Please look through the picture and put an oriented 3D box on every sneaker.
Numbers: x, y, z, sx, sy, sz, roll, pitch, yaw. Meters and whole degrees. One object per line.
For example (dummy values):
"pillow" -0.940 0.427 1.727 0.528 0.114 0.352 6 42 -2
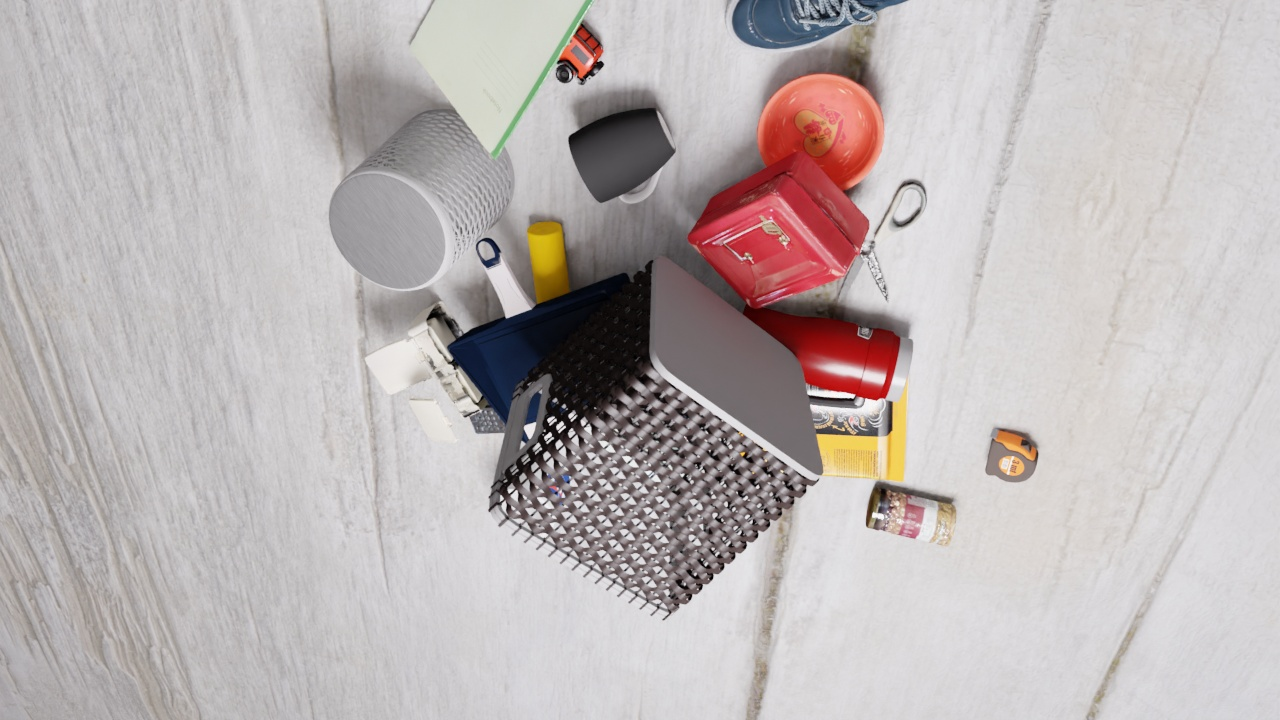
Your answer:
"sneaker" 0.189 -0.351 0.870 0.236 0.087 0.089 -18 116 24

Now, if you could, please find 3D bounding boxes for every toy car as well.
"toy car" -0.084 -0.341 0.976 0.100 0.051 0.049 44 126 -14

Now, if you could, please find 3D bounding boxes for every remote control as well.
"remote control" -0.171 0.079 1.294 0.150 0.022 0.047 -3 122 20

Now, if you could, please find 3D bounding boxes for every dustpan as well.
"dustpan" -0.117 -0.028 1.109 0.237 0.080 0.273 -18 103 25

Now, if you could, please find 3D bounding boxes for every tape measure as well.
"tape measure" 0.460 0.118 1.134 0.059 0.038 0.058 14 125 23

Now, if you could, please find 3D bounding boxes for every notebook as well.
"notebook" -0.139 -0.364 0.948 0.182 0.010 0.253 53 125 16

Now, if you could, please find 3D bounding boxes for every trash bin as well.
"trash bin" -0.248 -0.182 1.045 0.156 0.182 0.157 7 124 11

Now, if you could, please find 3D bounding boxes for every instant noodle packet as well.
"instant noodle packet" 0.227 0.086 1.179 0.221 0.032 0.160 1 120 15

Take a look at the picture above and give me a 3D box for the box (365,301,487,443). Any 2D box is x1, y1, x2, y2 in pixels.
"box" -0.283 0.030 1.177 0.105 0.187 0.143 -26 107 11

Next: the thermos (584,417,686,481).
"thermos" -0.038 0.087 1.234 0.230 0.067 0.068 37 124 -9

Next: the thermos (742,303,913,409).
"thermos" 0.213 0.002 1.093 0.199 0.083 0.108 13 108 10

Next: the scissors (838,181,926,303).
"scissors" 0.256 -0.141 1.035 0.171 0.012 0.158 43 124 -14

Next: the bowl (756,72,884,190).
"bowl" 0.190 -0.243 0.966 0.130 0.045 0.131 7 124 11

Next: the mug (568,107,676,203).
"mug" -0.010 -0.224 1.023 0.100 0.084 0.119 -23 144 14

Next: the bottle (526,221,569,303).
"bottle" -0.111 -0.099 1.146 0.043 0.043 0.144 4 123 13

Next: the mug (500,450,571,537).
"mug" -0.152 0.205 1.327 0.091 0.089 0.121 -3 121 17

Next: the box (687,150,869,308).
"box" 0.146 -0.138 0.990 0.129 0.087 0.158 41 150 -22

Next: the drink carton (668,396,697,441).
"drink carton" 0.069 0.059 1.201 0.044 0.038 0.129 20 125 2

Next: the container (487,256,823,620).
"container" 0.021 0.076 0.988 0.245 0.246 0.244 35 119 -20

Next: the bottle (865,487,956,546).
"bottle" 0.355 0.205 1.207 0.105 0.056 0.056 12 125 7
